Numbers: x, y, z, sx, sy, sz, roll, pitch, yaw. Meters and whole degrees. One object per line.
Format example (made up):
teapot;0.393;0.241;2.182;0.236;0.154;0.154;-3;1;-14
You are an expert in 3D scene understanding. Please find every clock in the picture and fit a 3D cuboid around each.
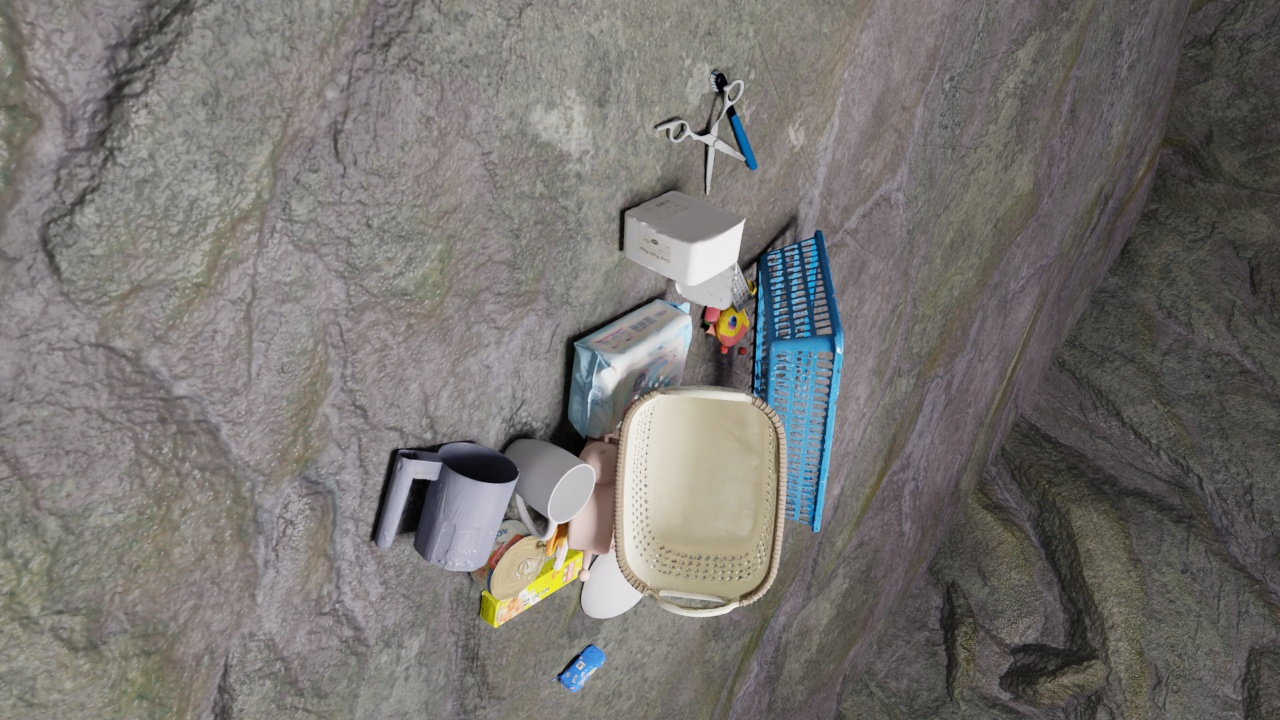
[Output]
clock;-0.039;0.161;1.083;0.131;0.086;0.160;-72;165;-76

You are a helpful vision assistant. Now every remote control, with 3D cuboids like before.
remote control;0.252;-0.013;1.474;0.028;0.012;0.124;-26;134;-43
remote control;0.108;-0.118;1.155;0.033;0.013;0.136;-47;129;-20

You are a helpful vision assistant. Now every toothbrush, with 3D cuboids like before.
toothbrush;0.112;-0.276;1.074;0.014;0.014;0.168;-54;148;-11

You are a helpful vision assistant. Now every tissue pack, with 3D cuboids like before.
tissue pack;-0.006;0.006;1.068;0.181;0.070;0.112;-29;138;-42

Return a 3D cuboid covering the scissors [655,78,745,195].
scissors;0.073;-0.250;1.034;0.173;0.014;0.142;-11;132;-44

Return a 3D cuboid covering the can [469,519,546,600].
can;-0.152;0.229;1.057;0.086;0.043;0.086;-34;139;-36

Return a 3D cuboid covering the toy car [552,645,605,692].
toy car;-0.090;0.436;1.309;0.091;0.033;0.062;-41;150;-29

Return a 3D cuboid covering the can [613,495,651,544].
can;-0.016;0.206;1.210;0.105;0.068;0.067;27;91;-58

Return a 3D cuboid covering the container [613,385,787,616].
container;0.069;0.141;1.024;0.142;0.185;0.246;-42;136;-77

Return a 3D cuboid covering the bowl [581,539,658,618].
bowl;-0.018;0.309;1.307;0.149;0.043;0.150;-34;139;-37

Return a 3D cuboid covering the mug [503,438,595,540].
mug;-0.111;0.140;1.004;0.071;0.089;0.107;-8;120;-52

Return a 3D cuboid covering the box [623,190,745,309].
box;0.051;-0.108;1.033;0.125;0.109;0.137;-32;141;-42

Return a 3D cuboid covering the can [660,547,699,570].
can;0.083;0.249;1.358;0.127;0.064;0.064;-53;151;18

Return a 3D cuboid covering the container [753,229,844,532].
container;0.208;0.032;1.280;0.256;0.089;0.363;-86;174;-50

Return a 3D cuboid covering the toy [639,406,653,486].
toy;0.058;0.121;1.179;0.203;0.199;0.162;42;42;-44

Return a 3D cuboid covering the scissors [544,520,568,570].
scissors;-0.092;0.199;1.106;0.125;0.011;0.128;-64;165;-53

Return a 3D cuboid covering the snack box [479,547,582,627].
snack box;-0.133;0.275;1.133;0.147;0.029;0.040;-23;131;-45

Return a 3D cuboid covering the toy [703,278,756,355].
toy;0.121;-0.061;1.221;0.084;0.046;0.103;5;101;-32

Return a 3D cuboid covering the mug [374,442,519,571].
mug;-0.194;0.144;0.912;0.123;0.084;0.104;10;109;-32
